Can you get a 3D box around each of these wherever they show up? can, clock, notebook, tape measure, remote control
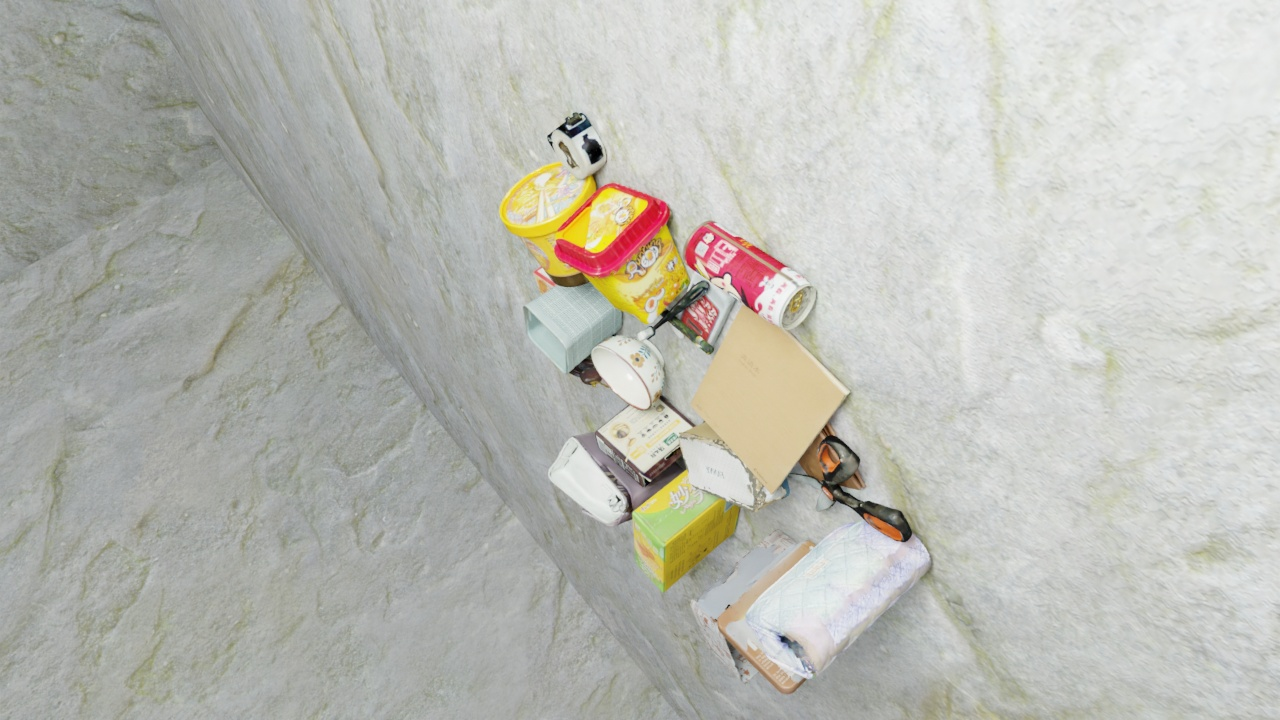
[{"bbox_3d":[0.104,-0.084,0.892,0.133,0.053,0.053,39,156,32],"label":"can"},{"bbox_3d":[-0.071,-0.011,1.350,0.122,0.081,0.055,51,154,9],"label":"clock"},{"bbox_3d":[0.135,0.043,1.022,0.149,0.012,0.212,47,145,19],"label":"notebook"},{"bbox_3d":[-0.070,-0.240,1.036,0.066,0.033,0.066,56,161,-10],"label":"tape measure"},{"bbox_3d":[0.073,-0.058,1.049,0.056,0.020,0.136,48,160,13],"label":"remote control"}]

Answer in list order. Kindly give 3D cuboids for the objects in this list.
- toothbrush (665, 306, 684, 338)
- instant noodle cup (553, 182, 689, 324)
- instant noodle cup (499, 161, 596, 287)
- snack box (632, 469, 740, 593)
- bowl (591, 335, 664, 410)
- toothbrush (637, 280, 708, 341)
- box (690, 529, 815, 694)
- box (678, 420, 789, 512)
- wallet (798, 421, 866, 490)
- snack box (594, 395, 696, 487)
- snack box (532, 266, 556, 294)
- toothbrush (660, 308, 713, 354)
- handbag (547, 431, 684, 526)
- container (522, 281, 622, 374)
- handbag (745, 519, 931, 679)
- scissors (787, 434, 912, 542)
[{"bbox_3d":[0.012,-0.100,1.123,0.180,0.016,0.016,59,163,-23],"label":"toothbrush"},{"bbox_3d":[-0.014,-0.115,1.027,0.116,0.116,0.124,30,162,47],"label":"instant noodle cup"},{"bbox_3d":[-0.092,-0.160,1.109,0.118,0.118,0.114,32,160,44],"label":"instant noodle cup"},{"bbox_3d":[0.069,0.240,1.355,0.070,0.157,0.210,45,159,24],"label":"snack box"},{"bbox_3d":[-0.008,0.007,1.265,0.113,0.062,0.114,37,155,21],"label":"bowl"},{"bbox_3d":[0.036,-0.055,1.058,0.015,0.018,0.181,64,152,6],"label":"toothbrush"},{"bbox_3d":[0.201,0.353,1.235,0.193,0.182,0.157,35,155,46],"label":"box"},{"bbox_3d":[0.115,0.133,1.197,0.184,0.059,0.090,18,125,63],"label":"box"},{"bbox_3d":[0.197,0.098,1.048,0.115,0.020,0.101,54,161,-14],"label":"wallet"},{"bbox_3d":[0.016,0.114,1.323,0.125,0.113,0.053,41,158,30],"label":"snack box"},{"bbox_3d":[-0.117,-0.073,1.422,0.075,0.025,0.153,35,154,37],"label":"snack box"},{"bbox_3d":[0.026,-0.059,1.105,0.186,0.017,0.012,42,116,39],"label":"toothbrush"},{"bbox_3d":[-0.029,0.179,1.418,0.145,0.099,0.196,37,-160,23],"label":"handbag"},{"bbox_3d":[-0.090,-0.059,1.265,0.090,0.111,0.090,44,159,19],"label":"container"},{"bbox_3d":[0.215,0.260,1.023,0.075,0.193,0.134,58,159,-13],"label":"handbag"},{"bbox_3d":[0.225,0.153,1.024,0.211,0.021,0.222,42,163,34],"label":"scissors"}]
